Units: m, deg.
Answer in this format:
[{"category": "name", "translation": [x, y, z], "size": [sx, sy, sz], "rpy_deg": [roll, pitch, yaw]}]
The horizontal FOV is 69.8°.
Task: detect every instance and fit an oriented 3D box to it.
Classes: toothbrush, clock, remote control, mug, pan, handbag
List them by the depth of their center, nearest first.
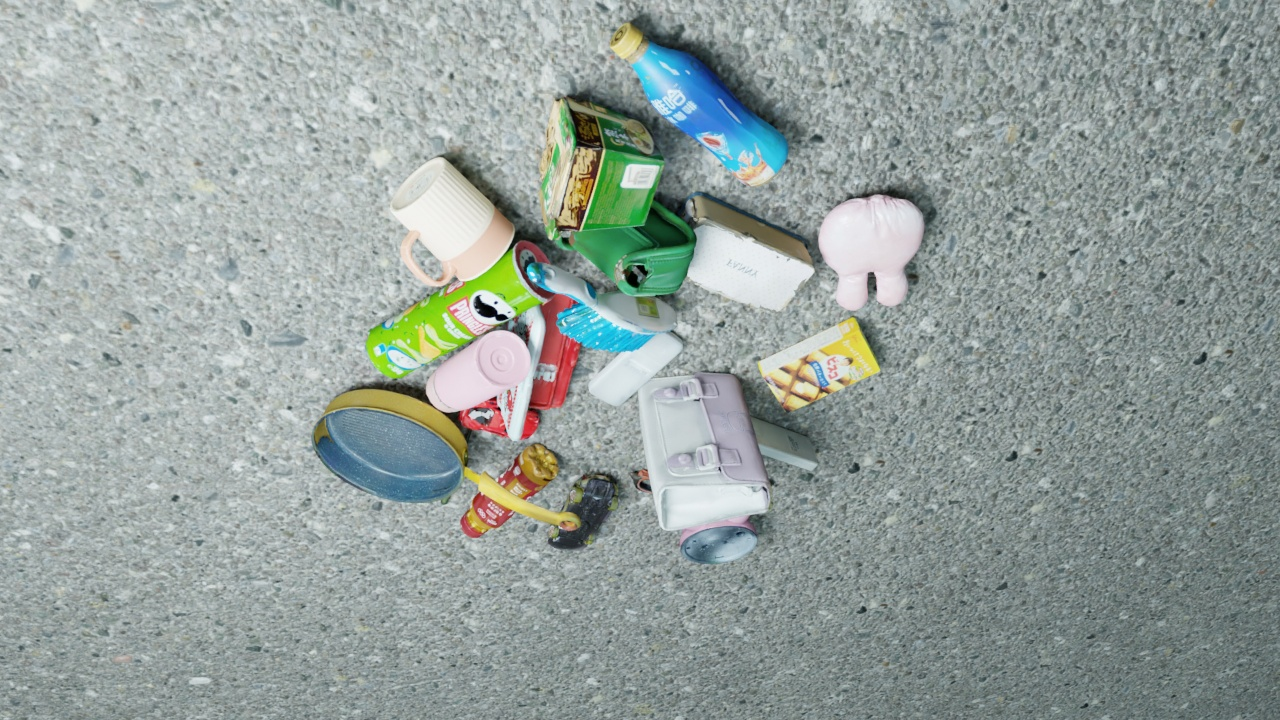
[{"category": "mug", "translation": [-0.206, -0.137, 0.964], "size": [0.082, 0.114, 0.106], "rpy_deg": [8, 150, 49]}, {"category": "handbag", "translation": [-0.013, -0.124, 0.980], "size": [0.120, 0.131, 0.068], "rpy_deg": [-19, 138, -43]}, {"category": "pan", "translation": [-0.243, 0.143, 1.165], "size": [0.357, 0.078, 0.198], "rpy_deg": [12, 139, -1]}, {"category": "handbag", "translation": [0.077, 0.106, 1.165], "size": [0.145, 0.196, 0.099], "rpy_deg": [-6, 133, -5]}, {"category": "remote control", "translation": [-0.007, 0.007, 1.181], "size": [0.056, 0.020, 0.136], "rpy_deg": [31, 121, -30]}, {"category": "toothbrush", "translation": [-0.254, 0.136, 1.262], "size": [0.017, 0.012, 0.186], "rpy_deg": [15, 128, -14]}, {"category": "remote control", "translation": [0.187, 0.114, 1.284], "size": [0.135, 0.056, 0.019], "rpy_deg": [20, 126, -25]}, {"category": "clock", "translation": [0.113, 0.244, 1.375], "size": [0.117, 0.059, 0.159], "rpy_deg": [-9, 141, 2]}]

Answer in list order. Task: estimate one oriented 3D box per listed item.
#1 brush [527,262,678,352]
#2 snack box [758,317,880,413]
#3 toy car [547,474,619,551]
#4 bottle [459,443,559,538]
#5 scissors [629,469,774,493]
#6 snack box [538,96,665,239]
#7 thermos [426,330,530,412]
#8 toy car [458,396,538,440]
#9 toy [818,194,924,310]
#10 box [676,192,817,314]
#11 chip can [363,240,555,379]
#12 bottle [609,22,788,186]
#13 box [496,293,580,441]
[{"category": "brush", "translation": [-0.052, -0.058, 0.988], "size": [0.110, 0.060, 0.313], "rpy_deg": [-19, 166, 32]}, {"category": "snack box", "translation": [0.237, 0.008, 1.214], "size": [0.140, 0.033, 0.087], "rpy_deg": [-27, 131, 13]}, {"category": "toy car", "translation": [-0.087, 0.226, 1.349], "size": [0.070, 0.042, 0.158], "rpy_deg": [16, 126, -22]}, {"category": "bottle", "translation": [-0.188, 0.188, 1.289], "size": [0.057, 0.057, 0.175], "rpy_deg": [30, 121, -31]}, {"category": "scissors", "translation": [0.092, 0.175, 1.349], "size": [0.189, 0.015, 0.223], "rpy_deg": [-18, 135, 9]}, {"category": "snack box", "translation": [-0.039, -0.195, 0.935], "size": [0.105, 0.117, 0.118], "rpy_deg": [3, 133, -18]}, {"category": "thermos", "translation": [-0.188, 0.017, 1.078], "size": [0.087, 0.067, 0.199], "rpy_deg": [-15, 175, -31]}, {"category": "toy car", "translation": [-0.183, 0.075, 1.198], "size": [0.106, 0.031, 0.049], "rpy_deg": [18, 107, -26]}, {"category": "toy", "translation": [0.272, -0.127, 1.084], "size": [0.121, 0.054, 0.160], "rpy_deg": [-5, 132, 5]}, {"category": "box", "translation": [0.118, -0.120, 1.064], "size": [0.184, 0.061, 0.090], "rpy_deg": [20, 126, -27]}, {"category": "chip can", "translation": [-0.206, -0.052, 1.037], "size": [0.237, 0.072, 0.072], "rpy_deg": [-25, 131, 26]}, {"category": "bottle", "translation": [0.059, -0.259, 0.925], "size": [0.218, 0.065, 0.065], "rpy_deg": [33, 119, -31]}, {"category": "box", "translation": [-0.120, 0.003, 1.106], "size": [0.095, 0.101, 0.202], "rpy_deg": [6, 131, -13]}]
